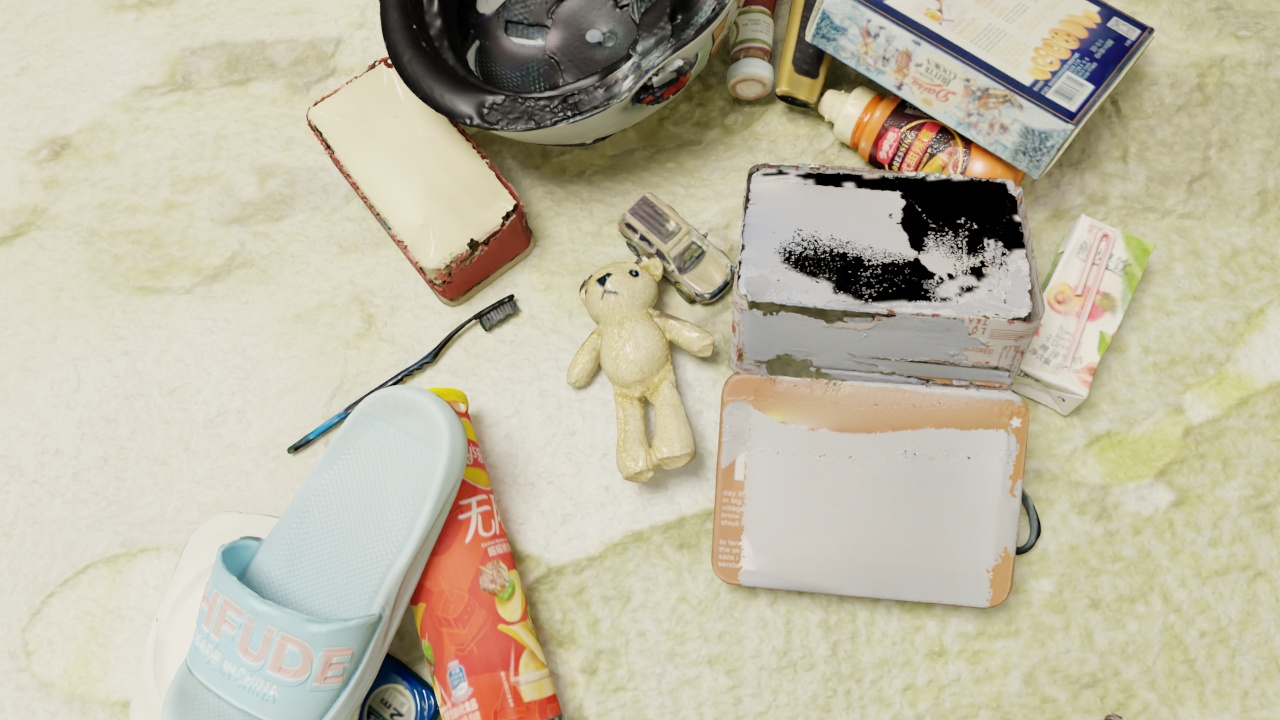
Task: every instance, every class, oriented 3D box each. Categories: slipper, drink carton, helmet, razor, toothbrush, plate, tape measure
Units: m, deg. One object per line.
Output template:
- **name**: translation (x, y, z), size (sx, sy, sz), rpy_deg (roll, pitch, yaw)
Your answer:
- **slipper**: translation (-0.183, 0.122, 0.511), size (0.104, 0.074, 0.245), rpy_deg (28, 84, 20)
- **drink carton**: translation (0.284, -0.032, 0.600), size (0.053, 0.045, 0.122), rpy_deg (28, 76, 13)
- **helmet**: translation (-0.033, -0.259, 0.639), size (0.230, 0.157, 0.274), rpy_deg (38, 93, 16)
- **razor**: translation (0.131, -0.258, 0.669), size (0.062, 0.068, 0.167), rpy_deg (17, 74, -4)
- **toothbrush**: translation (-0.164, 0.011, 0.639), size (0.189, 0.014, 0.016), rpy_deg (-35, 97, -6)
- **plate**: translation (-0.244, 0.179, 0.570), size (0.164, 0.034, 0.164), rpy_deg (7, 74, 16)
- **tape measure**: translation (-0.154, 0.215, 0.567), size (0.058, 0.025, 0.054), rpy_deg (29, 82, 22)

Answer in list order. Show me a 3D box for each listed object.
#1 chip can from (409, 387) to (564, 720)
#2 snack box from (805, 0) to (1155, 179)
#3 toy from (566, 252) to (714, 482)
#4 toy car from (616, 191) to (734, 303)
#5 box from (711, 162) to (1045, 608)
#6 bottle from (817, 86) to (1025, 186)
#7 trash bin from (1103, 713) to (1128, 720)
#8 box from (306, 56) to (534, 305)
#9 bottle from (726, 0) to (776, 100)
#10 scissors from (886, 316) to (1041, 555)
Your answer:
- **chip can**: translation (-0.113, 0.128, 0.568), size (0.073, 0.073, 0.216), rpy_deg (-20, 74, -2)
- **snack box**: translation (0.236, -0.223, 0.627), size (0.182, 0.046, 0.177), rpy_deg (37, 53, 15)
- **toy**: translation (-0.004, 0.004, 0.600), size (0.105, 0.066, 0.157), rpy_deg (-20, 64, 16)
- **toy car**: translation (0.025, -0.079, 0.641), size (0.042, 0.035, 0.090), rpy_deg (-44, 77, -8)
- **box**: translation (0.141, 0.008, 0.560), size (0.179, 0.126, 0.273), rpy_deg (5, 74, 7)
- **bottle**: translation (0.190, -0.151, 0.639), size (0.149, 0.067, 0.066), rpy_deg (33, 78, 20)
- **trash bin**: translation (0.136, 0.279, 0.442), size (0.192, 0.227, 0.227), rpy_deg (1, 72, 18)
- **box**: translation (-0.158, -0.130, 0.647), size (0.091, 0.080, 0.168), rpy_deg (-38, 73, -8)
- **bottle**: translation (0.084, -0.294, 0.692), size (0.060, 0.060, 0.205), rpy_deg (2, 74, 5)
- **scissors**: translation (0.209, 0.047, 0.601), size (0.136, 0.014, 0.174), rpy_deg (15, 72, 10)
